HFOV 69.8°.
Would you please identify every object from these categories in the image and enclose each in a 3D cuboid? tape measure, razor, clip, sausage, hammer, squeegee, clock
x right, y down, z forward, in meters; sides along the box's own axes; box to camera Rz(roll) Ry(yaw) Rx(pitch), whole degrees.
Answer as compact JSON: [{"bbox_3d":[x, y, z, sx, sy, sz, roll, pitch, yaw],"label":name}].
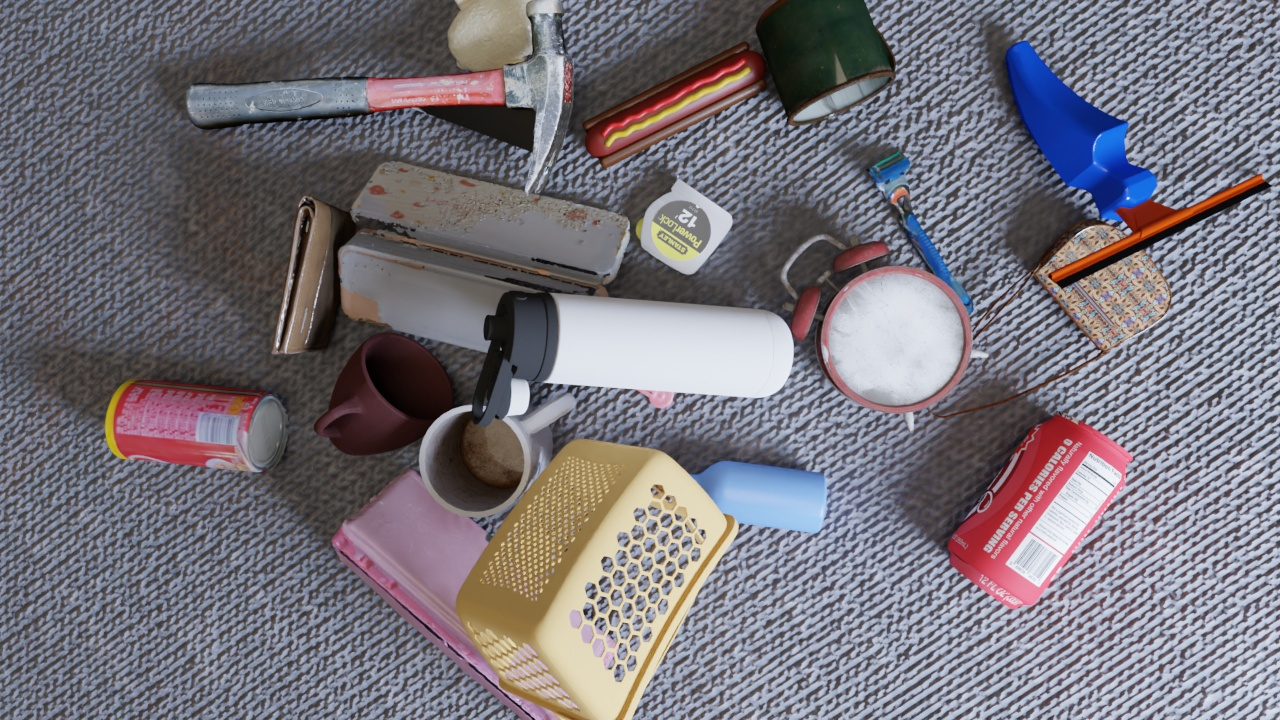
[{"bbox_3d":[0.034,-0.107,0.738,0.064,0.016,0.065,35,95,2],"label":"tape measure"},{"bbox_3d":[0.222,-0.095,0.722,0.043,0.018,0.141,-30,92,-31],"label":"razor"},{"bbox_3d":[0.000,0.017,0.738,0.060,0.044,0.023,35,98,16],"label":"clip"},{"bbox_3d":[0.027,-0.201,0.724,0.156,0.040,0.040,-25,90,5],"label":"sausage"},{"bbox_3d":[-0.211,-0.200,0.726,0.326,0.036,0.140,1,105,13],"label":"hammer"},{"bbox_3d":[0.331,-0.162,0.685,0.248,0.055,0.184,-23,75,-25],"label":"squeegee"},{"bbox_3d":[0.177,-0.030,0.707,0.157,0.062,0.110,44,95,3],"label":"clock"}]

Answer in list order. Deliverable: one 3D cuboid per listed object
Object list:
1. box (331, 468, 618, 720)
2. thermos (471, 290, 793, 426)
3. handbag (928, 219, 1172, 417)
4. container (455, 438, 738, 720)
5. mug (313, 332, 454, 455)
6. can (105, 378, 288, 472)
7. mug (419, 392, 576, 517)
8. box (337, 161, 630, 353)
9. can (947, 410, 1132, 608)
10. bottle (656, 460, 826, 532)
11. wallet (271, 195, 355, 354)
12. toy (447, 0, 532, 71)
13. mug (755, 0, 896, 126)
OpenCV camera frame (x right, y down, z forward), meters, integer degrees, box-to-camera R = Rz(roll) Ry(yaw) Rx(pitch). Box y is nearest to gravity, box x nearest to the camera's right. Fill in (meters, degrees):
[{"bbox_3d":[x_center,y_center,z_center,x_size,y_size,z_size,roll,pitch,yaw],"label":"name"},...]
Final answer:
[{"bbox_3d":[-0.147,0.210,0.748,0.232,0.099,0.107,39,127,1],"label":"box"},{"bbox_3d":[-0.004,0.004,0.679,0.229,0.068,0.101,4,105,-23],"label":"thermos"},{"bbox_3d":[0.308,-0.020,0.718,0.196,0.043,0.093,-42,92,14],"label":"handbag"},{"bbox_3d":[-0.023,0.171,0.675,0.183,0.129,0.167,-55,129,-30],"label":"container"},{"bbox_3d":[-0.216,0.040,0.724,0.089,0.113,0.087,-39,83,27],"label":"mug"},{"bbox_3d":[-0.363,0.053,0.753,0.124,0.066,0.066,5,93,4],"label":"can"},{"bbox_3d":[-0.103,0.062,0.717,0.119,0.096,0.083,-34,89,5],"label":"mug"},{"bbox_3d":[-0.125,-0.077,0.743,0.217,0.095,0.115,14,122,5],"label":"box"},{"bbox_3d":[0.301,0.114,0.697,0.074,0.074,0.142,35,95,2],"label":"can"},{"bbox_3d":[0.078,0.105,0.728,0.131,0.048,0.048,7,93,4],"label":"bottle"},{"bbox_3d":[-0.258,-0.065,0.724,0.027,0.098,0.121,13,93,-3],"label":"wallet"},{"bbox_3d":[-0.110,-0.258,0.727,0.087,0.050,0.112,-20,106,9],"label":"toy"},{"bbox_3d":[0.148,-0.236,0.697,0.110,0.085,0.081,-20,89,-29],"label":"mug"}]
